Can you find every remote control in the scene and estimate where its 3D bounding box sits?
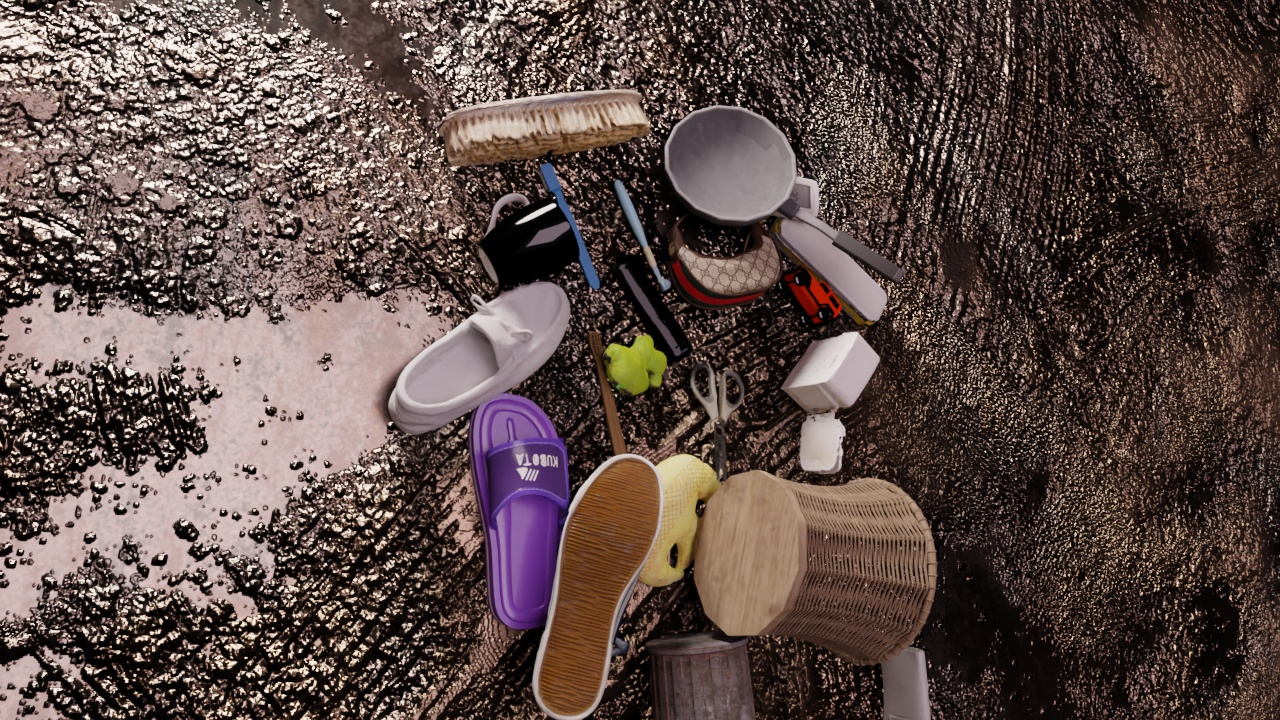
[{"bbox_3d":[0.017,-0.066,1.178,0.041,0.020,0.152,-36,97,-29],"label":"remote control"},{"bbox_3d":[0.180,-0.230,1.266,0.138,0.025,0.060,9,68,-10],"label":"remote control"}]

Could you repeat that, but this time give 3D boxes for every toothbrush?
[{"bbox_3d":[-0.088,-0.166,1.146,0.016,0.014,0.166,-26,98,-28],"label":"toothbrush"},{"bbox_3d":[-0.041,0.045,1.133,0.016,0.016,0.167,-11,88,-28],"label":"toothbrush"},{"bbox_3d":[0.002,-0.162,1.188,0.155,0.016,0.022,64,30,-5],"label":"toothbrush"}]

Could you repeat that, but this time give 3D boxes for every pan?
[{"bbox_3d":[0.190,-0.204,1.214,0.357,0.041,0.178,34,68,6],"label":"pan"}]

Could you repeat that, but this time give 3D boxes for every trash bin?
[{"bbox_3d":[0.076,0.433,1.065,0.130,0.131,0.211,-1,81,-27],"label":"trash bin"}]

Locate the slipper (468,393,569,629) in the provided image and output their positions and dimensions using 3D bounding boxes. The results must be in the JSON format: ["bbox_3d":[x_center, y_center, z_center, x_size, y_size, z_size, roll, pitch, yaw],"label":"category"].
[{"bbox_3d":[-0.125,0.166,1.030,0.107,0.084,0.266,-1,82,-27],"label":"slipper"}]

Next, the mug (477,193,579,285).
[{"bbox_3d":[-0.144,-0.146,1.082,0.100,0.085,0.119,-29,65,-16],"label":"mug"}]

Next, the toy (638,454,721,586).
[{"bbox_3d":[0.031,0.190,1.121,0.155,0.065,0.170,48,68,-28],"label":"toy"}]

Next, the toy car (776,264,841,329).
[{"bbox_3d":[0.237,-0.091,1.277,0.048,0.051,0.100,-41,101,-24],"label":"toy car"}]

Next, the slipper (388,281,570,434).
[{"bbox_3d":[-0.178,-0.013,1.035,0.246,0.075,0.112,-38,96,-27],"label":"slipper"}]

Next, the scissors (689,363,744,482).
[{"bbox_3d":[0.110,0.079,1.181,0.131,0.013,0.169,-17,72,-35],"label":"scissors"}]

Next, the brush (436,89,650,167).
[{"bbox_3d":[-0.111,-0.283,1.111,0.270,0.083,0.056,-15,88,-29],"label":"brush"}]

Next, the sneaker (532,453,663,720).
[{"bbox_3d":[-0.046,0.253,1.042,0.120,0.127,0.294,18,76,-3],"label":"sneaker"}]

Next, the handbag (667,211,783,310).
[{"bbox_3d":[0.114,-0.143,1.222,0.166,0.063,0.138,-13,78,-27],"label":"handbag"}]

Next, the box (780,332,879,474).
[{"bbox_3d":[0.243,0.052,1.226,0.083,0.111,0.190,27,72,-20],"label":"box"}]

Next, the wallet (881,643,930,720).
[{"bbox_3d":[0.362,0.445,1.236,0.032,0.086,0.116,3,84,-22],"label":"wallet"}]

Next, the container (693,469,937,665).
[{"bbox_3d":[0.197,0.239,1.091,0.196,0.227,0.226,15,75,-31],"label":"container"}]

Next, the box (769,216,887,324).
[{"bbox_3d":[0.270,-0.134,1.314,0.209,0.033,0.064,41,62,-16],"label":"box"}]

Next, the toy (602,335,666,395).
[{"bbox_3d":[-0.007,0.007,1.141,0.094,0.036,0.093,49,50,-25],"label":"toy"}]
